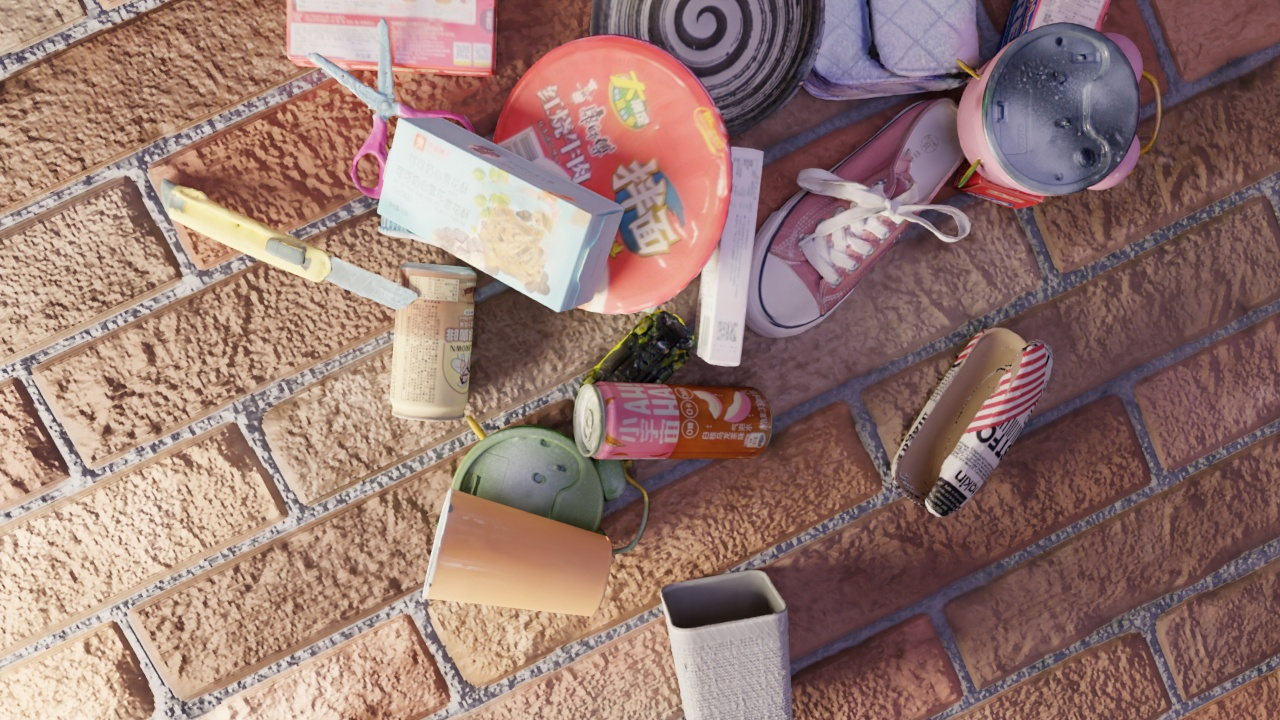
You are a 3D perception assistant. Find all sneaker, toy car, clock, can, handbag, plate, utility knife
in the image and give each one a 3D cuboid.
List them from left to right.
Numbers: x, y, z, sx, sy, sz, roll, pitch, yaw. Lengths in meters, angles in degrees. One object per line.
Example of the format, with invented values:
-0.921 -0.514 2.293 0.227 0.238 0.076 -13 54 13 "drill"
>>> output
-0.264 -0.084 0.682 0.220 0.022 0.031 22 106 3 "utility knife"
-0.158 -0.015 0.698 0.058 0.058 0.116 5 95 -6 "can"
-0.072 0.110 0.720 0.161 0.056 0.116 16 95 -7 "clock"
-0.004 0.004 0.728 0.048 0.032 0.105 42 102 -13 "toy car"
0.026 0.047 0.701 0.147 0.058 0.058 2 96 -25 "can"
0.050 -0.254 0.691 0.180 0.024 0.179 3 99 18 "plate"
0.171 -0.113 0.703 0.241 0.088 0.118 -44 98 -1 "sneaker"
0.183 -0.299 0.692 0.134 0.075 0.194 -7 97 -3 "handbag"
0.308 -0.178 0.665 0.158 0.060 0.117 -4 97 -6 "clock"

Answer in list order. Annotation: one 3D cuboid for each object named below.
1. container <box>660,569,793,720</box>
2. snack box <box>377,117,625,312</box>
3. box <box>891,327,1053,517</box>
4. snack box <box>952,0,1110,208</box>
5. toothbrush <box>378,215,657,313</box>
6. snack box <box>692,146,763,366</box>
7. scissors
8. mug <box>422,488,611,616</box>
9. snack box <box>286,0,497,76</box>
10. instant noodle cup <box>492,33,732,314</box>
0.071 0.242 0.731 0.090 0.090 0.114 -8 99 -4 "container"
-0.102 -0.107 0.652 0.175 0.051 0.074 28 115 18 "snack box"
0.267 0.048 0.754 0.075 0.083 0.163 29 92 -44 "box"
0.313 -0.227 0.721 0.058 0.057 0.207 17 94 -4 "snack box"
-0.092 -0.076 0.714 0.224 0.026 0.027 14 108 -6 "toothbrush"
0.065 -0.077 0.699 0.027 0.084 0.157 6 95 -5 "snack box"
-0.192 -0.181 0.687 0.133 0.017 0.130 32 104 -24 "scissors"
-0.087 0.144 0.658 0.122 0.078 0.078 15 94 -12 "mug"
-0.184 -0.257 0.687 0.153 0.025 0.075 1 95 -5 "snack box"
-0.014 -0.134 0.668 0.194 0.065 0.194 7 106 24 "instant noodle cup"
